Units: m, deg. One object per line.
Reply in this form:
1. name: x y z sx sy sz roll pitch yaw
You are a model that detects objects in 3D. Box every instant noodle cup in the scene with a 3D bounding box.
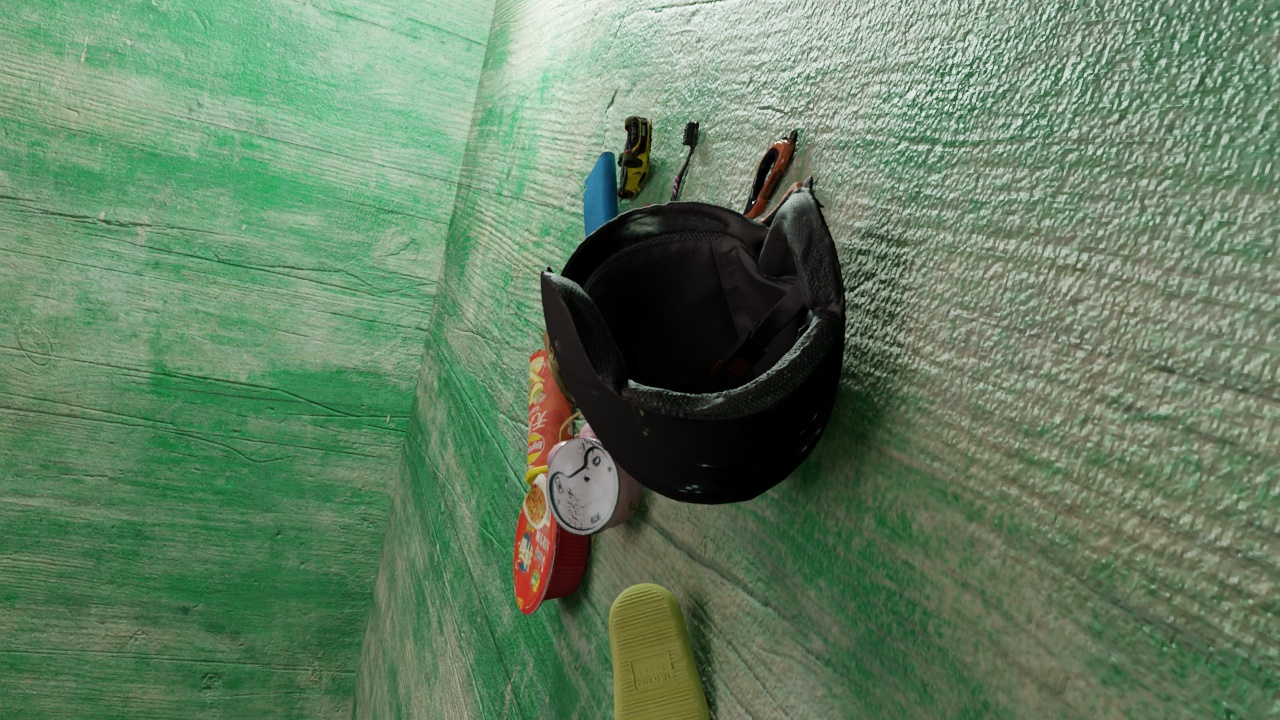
1. instant noodle cup: -0.122 0.260 1.290 0.194 0.065 0.194 -171 90 -69

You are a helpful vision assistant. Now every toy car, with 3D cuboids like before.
1. toy car: -0.009 -0.279 1.280 0.156 0.041 0.071 114 159 -68

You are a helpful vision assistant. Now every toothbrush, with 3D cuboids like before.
1. toothbrush: 0.041 -0.210 1.161 0.014 0.017 0.189 -122 45 -63

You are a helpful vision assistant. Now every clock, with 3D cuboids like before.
1. clock: -0.061 0.137 1.125 0.117 0.059 0.158 -37 65 29

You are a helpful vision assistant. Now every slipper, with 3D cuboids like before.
1. slipper: 0.021 0.316 0.898 0.081 0.092 0.190 51 -153 -64

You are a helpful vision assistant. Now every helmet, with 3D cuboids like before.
1. helmet: 0.046 -0.017 0.764 0.274 0.233 0.230 -116 11 -52

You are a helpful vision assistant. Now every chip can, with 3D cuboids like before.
1. chip can: -0.137 0.087 1.400 0.073 0.073 0.216 128 147 -50

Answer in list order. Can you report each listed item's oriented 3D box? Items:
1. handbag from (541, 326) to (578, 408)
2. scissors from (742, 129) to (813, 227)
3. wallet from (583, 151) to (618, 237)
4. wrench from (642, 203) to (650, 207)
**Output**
1. handbag: -0.089 -0.034 1.293 0.204 0.099 0.148 -116 38 -62
2. scissors: 0.115 -0.144 0.948 0.195 0.015 0.216 -132 54 -64
3. wallet: -0.057 -0.231 1.382 0.107 0.040 0.133 132 139 -64
4. wrench: -0.042 -0.152 1.344 0.274 0.016 0.056 135 140 -56
